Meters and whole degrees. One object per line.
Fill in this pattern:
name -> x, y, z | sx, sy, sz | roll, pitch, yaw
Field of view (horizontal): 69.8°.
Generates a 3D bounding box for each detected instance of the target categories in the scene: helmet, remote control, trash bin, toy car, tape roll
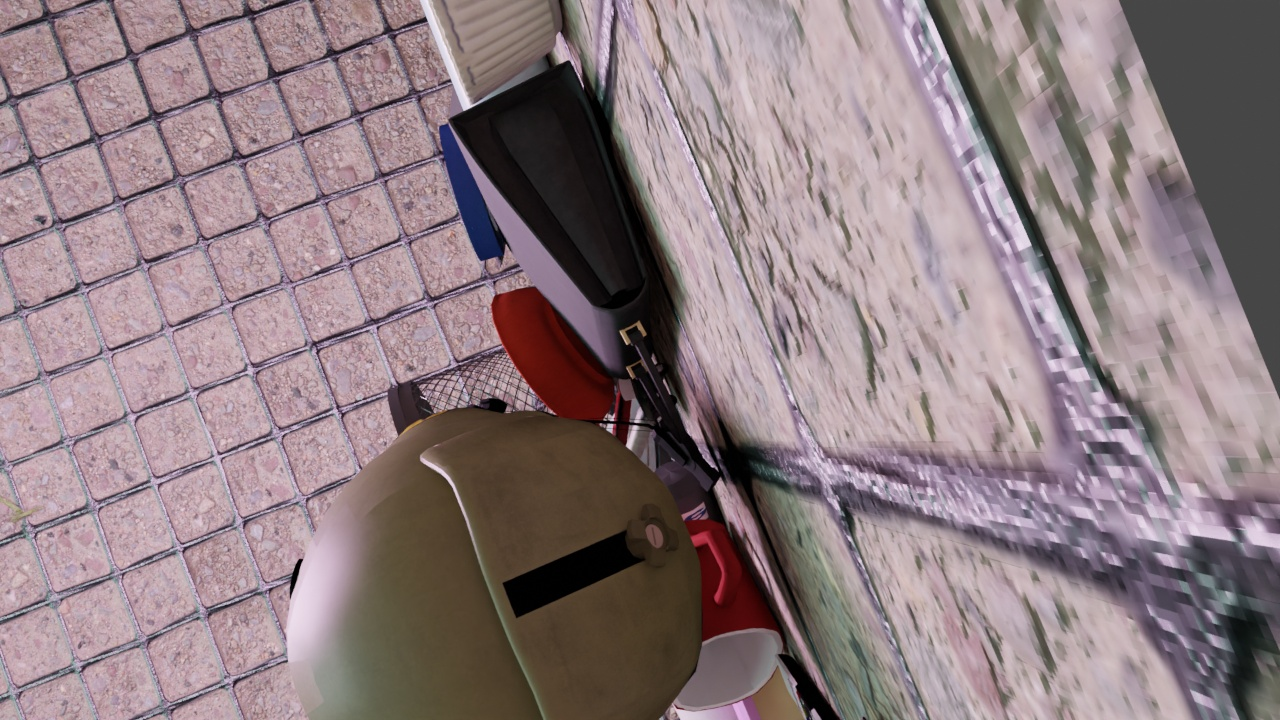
helmet -> -0.068, 0.135, 0.534 | 0.233, 0.255, 0.250 | 80, 167, -80
remote control -> 0.104, 0.206, 0.532 | 0.124, 0.012, 0.028 | -142, 30, -80
trash bin -> -0.110, 0.082, 0.958 | 0.218, 0.227, 0.217 | 155, 91, -83
toy car -> -0.004, 0.004, 0.659 | 0.040, 0.037, 0.092 | 74, 173, -49
tape roll -> -0.115, -0.116, 0.628 | 0.091, 0.016, 0.093 | 79, 175, -64

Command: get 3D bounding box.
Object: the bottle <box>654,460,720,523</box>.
bottle -> 0.038, 0.129, 0.696 | 0.047, 0.047, 0.112 | -121, 11, -62

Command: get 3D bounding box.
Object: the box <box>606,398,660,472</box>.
box -> -0.004, 0.122, 0.780 | 0.084, 0.067, 0.198 | 80, -173, -50

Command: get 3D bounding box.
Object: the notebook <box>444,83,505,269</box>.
notebook -> -0.131, -0.203, 0.764 | 0.210, 0.029, 0.169 | 104, 150, -44

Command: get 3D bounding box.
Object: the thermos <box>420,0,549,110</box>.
thermos -> -0.112, -0.249, 0.565 | 0.077, 0.065, 0.207 | -104, -4, -51

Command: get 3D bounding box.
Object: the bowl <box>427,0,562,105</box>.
bowl -> -0.084, -0.201, 0.484 | 0.115, 0.062, 0.115 | 157, 91, -85

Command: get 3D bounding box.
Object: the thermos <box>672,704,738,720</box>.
thermos -> 0.082, 0.302, 0.772 | 0.220, 0.099, 0.099 | 63, 175, 4

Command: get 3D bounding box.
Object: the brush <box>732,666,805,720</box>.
brush -> 0.114, 0.306, 0.662 | 0.089, 0.043, 0.228 | 84, 163, -73

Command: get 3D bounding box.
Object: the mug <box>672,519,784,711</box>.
mug -> 0.044, 0.160, 0.621 | 0.096, 0.080, 0.117 | -118, 30, -49

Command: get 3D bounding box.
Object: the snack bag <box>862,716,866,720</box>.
snack bag -> 0.123, 0.237, 0.434 | 0.197, 0.016, 0.070 | 73, 174, -47

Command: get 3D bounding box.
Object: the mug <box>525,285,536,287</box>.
mug -> -0.099, -0.043, 1.054 | 0.081, 0.111, 0.117 | -117, 7, -47

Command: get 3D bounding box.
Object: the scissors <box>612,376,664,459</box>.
scissors -> -0.012, 0.078, 0.738 | 0.180, 0.015, 0.198 | 119, 157, -54

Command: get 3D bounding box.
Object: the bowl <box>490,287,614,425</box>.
bowl -> -0.055, -0.008, 0.664 | 0.122, 0.035, 0.121 | 50, -166, -18

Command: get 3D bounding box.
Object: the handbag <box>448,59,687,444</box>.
handbag -> -0.021, -0.038, 0.545 | 0.195, 0.072, 0.176 | 61, 175, 12

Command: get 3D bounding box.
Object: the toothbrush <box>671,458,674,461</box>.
toothbrush -> 0.035, 0.091, 0.757 | 0.016, 0.015, 0.186 | 102, 147, -73
